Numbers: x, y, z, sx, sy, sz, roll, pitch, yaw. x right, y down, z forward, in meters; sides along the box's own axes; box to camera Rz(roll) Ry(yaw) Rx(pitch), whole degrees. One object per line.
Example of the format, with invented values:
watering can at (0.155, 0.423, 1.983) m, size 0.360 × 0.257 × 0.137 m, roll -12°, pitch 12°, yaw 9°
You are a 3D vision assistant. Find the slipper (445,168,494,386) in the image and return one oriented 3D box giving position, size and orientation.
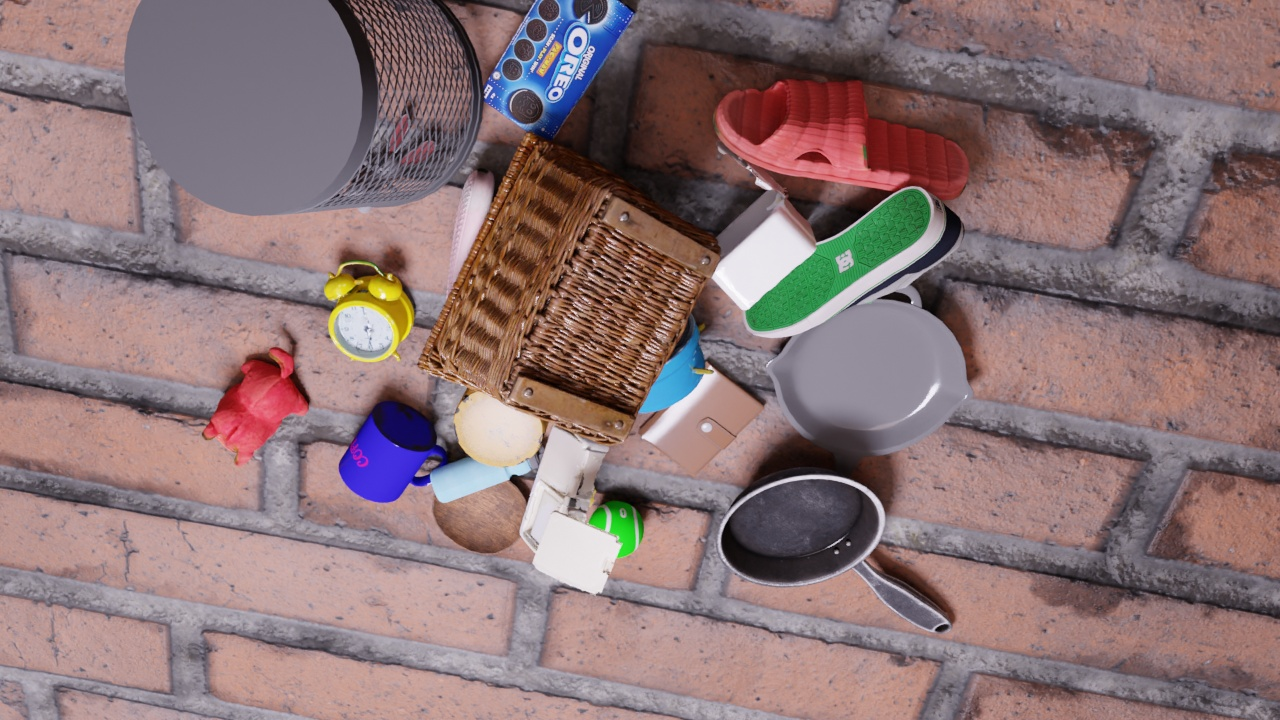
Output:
slipper at (-0.167, -0.083, 0.930) m, size 0.055 × 0.106 × 0.222 m, roll 4°, pitch 110°, yaw -15°

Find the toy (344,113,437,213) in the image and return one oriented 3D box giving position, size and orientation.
toy at (-0.252, -0.194, 0.918) m, size 0.112 × 0.030 × 0.049 m, roll -41°, pitch 101°, yaw 19°

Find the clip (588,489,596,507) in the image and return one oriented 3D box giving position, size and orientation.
clip at (-0.075, 0.141, 1.068) m, size 0.054 × 0.045 × 0.049 m, roll 18°, pitch 73°, yaw -3°

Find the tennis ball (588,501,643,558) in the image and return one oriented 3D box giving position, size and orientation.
tennis ball at (-0.029, 0.196, 1.062) m, size 0.065 × 0.065 × 0.065 m, roll 2°, pitch 115°, yaw 4°

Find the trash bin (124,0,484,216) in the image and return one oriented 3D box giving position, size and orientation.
trash bin at (-0.273, -0.229, 0.775) m, size 0.218 × 0.227 × 0.218 m, roll 2°, pitch 106°, yaw 9°

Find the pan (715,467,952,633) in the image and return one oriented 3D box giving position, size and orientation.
pan at (0.240, 0.229, 1.054) m, size 0.356 × 0.055 × 0.188 m, roll 32°, pitch 120°, yaw -27°

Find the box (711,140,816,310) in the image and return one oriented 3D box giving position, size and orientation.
box at (0.095, -0.143, 0.871) m, size 0.136 × 0.108 × 0.121 m, roll 42°, pitch 111°, yaw -15°

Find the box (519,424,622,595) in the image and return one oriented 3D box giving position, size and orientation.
box at (-0.082, 0.145, 0.956) m, size 0.070 × 0.186 × 0.143 m, roll 16°, pitch 92°, yaw -28°

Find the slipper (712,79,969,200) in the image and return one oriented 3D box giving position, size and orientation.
slipper at (0.190, -0.210, 0.833) m, size 0.248 × 0.103 × 0.059 m, roll 10°, pitch 144°, yaw -8°

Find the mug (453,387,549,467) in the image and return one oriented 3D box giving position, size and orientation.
mug at (-0.152, 0.061, 0.993) m, size 0.100 × 0.094 × 0.124 m, roll 39°, pitch 112°, yaw -13°

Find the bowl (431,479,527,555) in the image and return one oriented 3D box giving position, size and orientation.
bowl at (-0.188, 0.174, 1.084) m, size 0.114 × 0.026 × 0.102 m, roll 36°, pitch 99°, yaw -8°

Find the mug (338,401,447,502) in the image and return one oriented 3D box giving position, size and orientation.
mug at (-0.272, 0.108, 1.041) m, size 0.111 × 0.079 × 0.084 m, roll 23°, pitch 117°, yaw -33°

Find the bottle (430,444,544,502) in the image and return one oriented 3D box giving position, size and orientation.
bottle at (-0.170, 0.121, 1.040) m, size 0.130 × 0.040 × 0.040 m, roll -20°, pitch 113°, yaw -5°

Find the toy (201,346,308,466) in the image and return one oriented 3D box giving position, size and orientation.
toy at (-0.420, 0.049, 1.012) m, size 0.088 × 0.094 × 0.133 m, roll 35°, pitch 111°, yaw -11°

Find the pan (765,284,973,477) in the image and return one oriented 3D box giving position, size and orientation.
pan at (0.235, 0.070, 1.004) m, size 0.216 × 0.024 × 0.355 m, roll 8°, pitch 121°, yaw 1°

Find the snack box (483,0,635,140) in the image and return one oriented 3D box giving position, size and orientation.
snack box at (-0.079, -0.286, 0.862) m, size 0.082 × 0.027 × 0.150 m, roll 33°, pitch 114°, yaw -10°

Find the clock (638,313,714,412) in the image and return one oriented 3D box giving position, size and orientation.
clock at (-0.006, 0.006, 0.948) m, size 0.162 × 0.116 × 0.060 m, roll -21°, pitch 124°, yaw 14°

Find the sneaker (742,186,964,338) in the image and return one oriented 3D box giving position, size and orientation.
sneaker at (0.203, -0.080, 0.892) m, size 0.079 × 0.084 × 0.236 m, roll 16°, pitch 146°, yaw -40°

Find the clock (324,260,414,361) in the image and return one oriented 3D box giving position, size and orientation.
clock at (-0.288, -0.054, 0.970) m, size 0.083 × 0.057 × 0.119 m, roll 1°, pitch 121°, yaw 5°

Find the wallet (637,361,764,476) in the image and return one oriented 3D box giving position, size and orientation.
wallet at (0.067, 0.067, 1.023) m, size 0.087 × 0.013 × 0.121 m, roll 38°, pitch 112°, yaw -13°

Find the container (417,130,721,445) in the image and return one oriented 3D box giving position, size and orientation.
container at (-0.057, -0.055, 0.824) m, size 0.162 × 0.183 × 0.250 m, roll 24°, pitch 93°, yaw -31°
